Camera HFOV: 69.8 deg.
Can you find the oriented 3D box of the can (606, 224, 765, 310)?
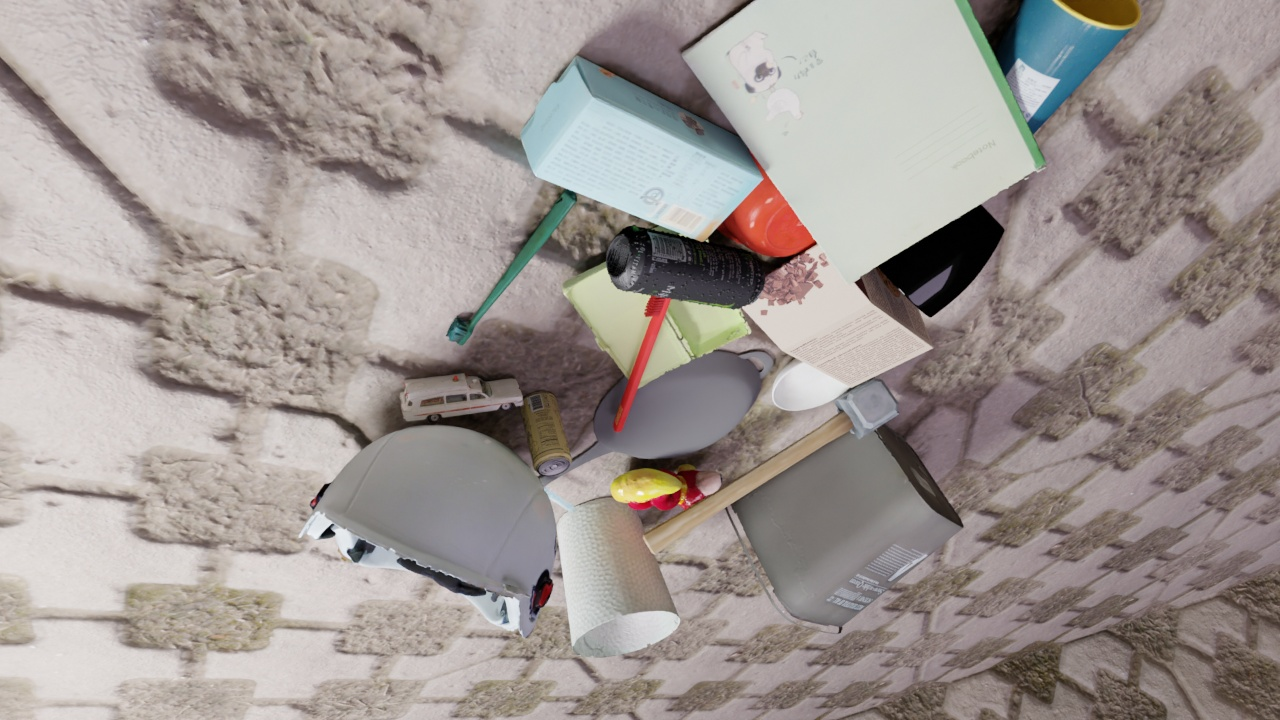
[{"bbox_3d":[0.038,-0.075,0.761,0.137,0.054,0.054,7,138,-34],"label":"can"}]

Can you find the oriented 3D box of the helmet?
[{"bbox_3d":[-0.180,0.145,0.880,0.236,0.163,0.264,21,161,5],"label":"helmet"}]

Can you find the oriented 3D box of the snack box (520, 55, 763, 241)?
[{"bbox_3d":[0.004,-0.151,0.680,0.174,0.053,0.075,13,135,-39],"label":"snack box"}]

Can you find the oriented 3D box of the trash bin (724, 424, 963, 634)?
[{"bbox_3d":[0.268,0.206,1.186,0.220,0.197,0.197,-40,141,18],"label":"trash bin"}]

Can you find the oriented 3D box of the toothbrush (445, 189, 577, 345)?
[{"bbox_3d":[-0.111,-0.074,0.766,0.017,0.016,0.190,18,132,-35],"label":"toothbrush"}]

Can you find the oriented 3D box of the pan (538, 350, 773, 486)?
[{"bbox_3d":[-0.008,0.088,1.030,0.355,0.024,0.216,-29,144,16],"label":"pan"}]

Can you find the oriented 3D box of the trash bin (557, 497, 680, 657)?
[{"bbox_3d":[-0.037,0.266,1.142,0.133,0.161,0.133,-12,145,-9],"label":"trash bin"}]

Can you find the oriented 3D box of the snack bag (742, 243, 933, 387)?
[{"bbox_3d":[0.182,-0.050,0.869,0.095,0.069,0.206,-30,146,30],"label":"snack bag"}]

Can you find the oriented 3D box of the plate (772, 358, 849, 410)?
[{"bbox_3d":[0.191,0.016,1.018,0.104,0.026,0.104,-13,145,-9],"label":"plate"}]

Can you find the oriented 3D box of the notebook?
[{"bbox_3d":[0.174,-0.185,0.683,0.182,0.010,0.252,-32,126,18],"label":"notebook"}]

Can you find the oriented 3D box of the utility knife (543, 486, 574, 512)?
[{"bbox_3d":[-0.125,0.137,1.033,0.022,0.015,0.177,-31,135,15],"label":"utility knife"}]

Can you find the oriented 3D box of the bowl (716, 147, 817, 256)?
[{"bbox_3d":[0.127,-0.130,0.771,0.130,0.045,0.131,-12,145,-9],"label":"bowl"}]

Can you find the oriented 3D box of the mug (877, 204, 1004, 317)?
[{"bbox_3d":[0.265,-0.113,0.839,0.119,0.084,0.100,39,110,-18],"label":"mug"}]

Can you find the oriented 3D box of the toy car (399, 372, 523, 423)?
[{"bbox_3d":[-0.170,0.031,0.869,0.113,0.039,0.039,-8,123,-15],"label":"toy car"}]

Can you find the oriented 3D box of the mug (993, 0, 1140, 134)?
[{"bbox_3d":[0.304,-0.227,0.696,0.078,0.078,0.122,-4,148,-19],"label":"mug"}]

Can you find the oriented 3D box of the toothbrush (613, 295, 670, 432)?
[{"bbox_3d":[-0.005,0.005,0.881,0.017,0.012,0.213,-6,143,-22],"label":"toothbrush"}]

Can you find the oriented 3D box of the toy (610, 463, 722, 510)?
[{"bbox_3d":[0.026,0.156,1.097,0.137,0.067,0.106,6,162,-36],"label":"toy"}]

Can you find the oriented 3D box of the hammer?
[{"bbox_3d":[0.145,0.124,1.045,0.323,0.051,0.117,-32,170,1],"label":"hammer"}]

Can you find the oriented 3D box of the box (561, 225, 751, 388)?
[{"bbox_3d":[0.020,-0.049,0.852,0.137,0.024,0.187,-29,145,6],"label":"box"}]

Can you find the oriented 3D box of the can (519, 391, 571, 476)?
[{"bbox_3d":[-0.095,0.074,0.921,0.038,0.079,0.038,-12,145,-9],"label":"can"}]
